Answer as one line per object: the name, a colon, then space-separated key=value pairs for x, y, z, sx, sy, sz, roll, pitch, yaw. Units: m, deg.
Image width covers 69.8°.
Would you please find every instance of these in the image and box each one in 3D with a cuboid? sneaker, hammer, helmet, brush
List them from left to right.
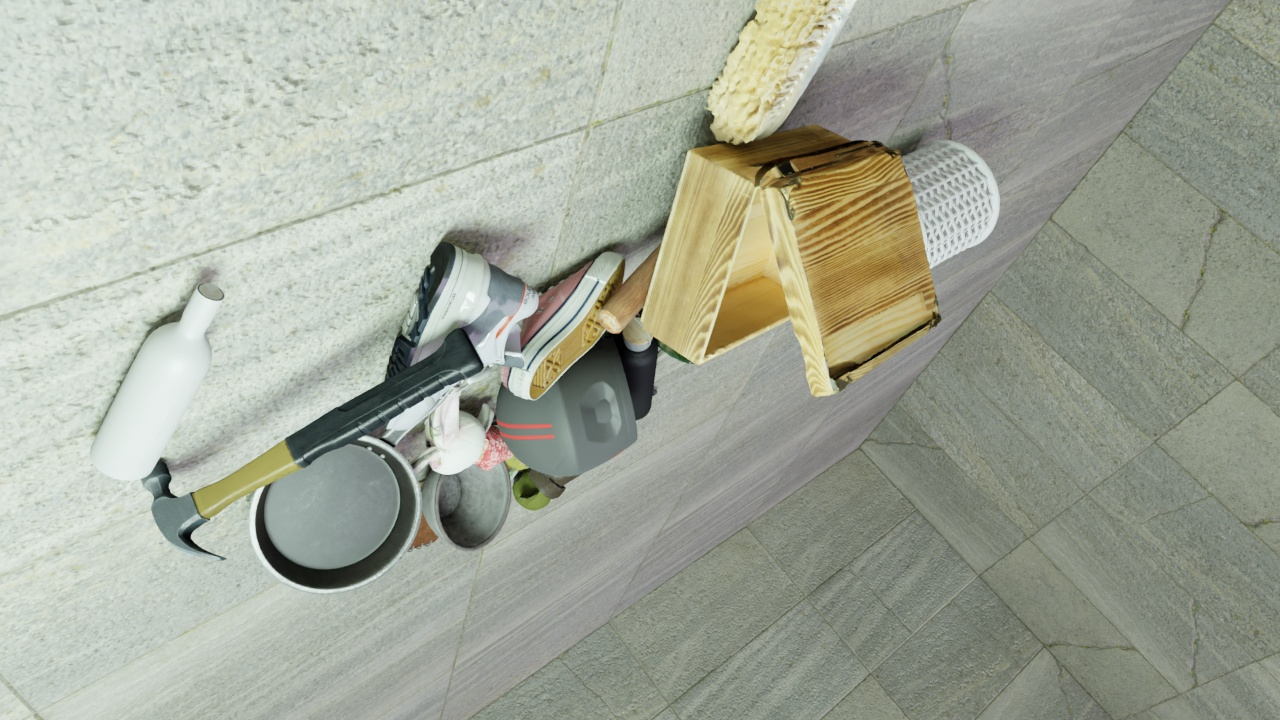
hammer: x=-0.301 y=0.073 z=0.861 sx=0.333 sy=0.118 sz=0.025 roll=-30 pitch=160 yaw=-5
sneaker: x=-0.183 y=-0.008 z=0.953 sx=0.124 sy=0.088 sz=0.240 roll=11 pitch=130 yaw=-25
sneaker: x=-0.101 y=-0.052 z=1.076 sx=0.240 sy=0.088 sz=0.118 roll=-52 pitch=158 yaw=-39
helmet: x=-0.099 y=0.061 z=1.173 sx=0.170 sy=0.164 sz=0.264 roll=-13 pitch=-171 yaw=-6
hammer: x=0.052 y=-0.142 z=1.121 sx=0.300 sy=0.037 sz=0.158 roll=-48 pitch=163 yaw=-21
brush: x=0.152 y=-0.338 z=0.929 sx=0.056 sy=0.083 sz=0.272 roll=-22 pitch=154 yaw=-42

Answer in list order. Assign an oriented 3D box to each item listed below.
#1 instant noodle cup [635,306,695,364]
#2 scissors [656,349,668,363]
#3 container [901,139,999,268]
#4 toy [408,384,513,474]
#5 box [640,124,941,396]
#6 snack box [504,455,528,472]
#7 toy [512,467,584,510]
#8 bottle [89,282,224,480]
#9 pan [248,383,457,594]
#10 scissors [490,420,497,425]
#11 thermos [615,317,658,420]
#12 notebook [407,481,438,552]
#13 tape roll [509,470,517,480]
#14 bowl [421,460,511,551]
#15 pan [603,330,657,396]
instant noodle cup: x=0.073 y=-0.082 z=1.266 sx=0.112 sy=0.137 sz=0.137 roll=-42 pitch=162 yaw=-27
scissors: x=0.076 y=-0.059 z=1.453 sx=0.179 sy=0.015 sz=0.194 roll=-54 pitch=153 yaw=6
container: x=0.449 y=-0.241 z=1.497 sx=0.186 sy=0.189 sz=0.190 roll=-28 pitch=156 yaw=-27
toy: x=-0.230 y=0.102 z=1.164 sx=0.159 sy=0.084 sz=0.194 roll=-58 pitch=158 yaw=11
box: x=0.206 y=-0.126 z=1.053 sx=0.278 sy=0.264 sz=0.270 roll=-23 pitch=137 yaw=-45
snack box: x=-0.126 y=0.115 z=1.347 sx=0.180 sy=0.045 sz=0.122 roll=-9 pitch=153 yaw=-35
toy: x=-0.140 y=0.176 z=1.477 sx=0.152 sy=0.078 sz=0.179 roll=-40 pitch=175 yaw=-2
bottle: x=-0.389 y=0.015 z=0.751 sx=0.196 sy=0.052 sz=0.052 roll=-50 pitch=158 yaw=24
pan: x=-0.293 y=0.103 z=1.043 sx=0.187 sy=0.055 sz=0.356 roll=39 pitch=81 yaw=-30
scissors: x=-0.169 y=0.083 z=1.331 sx=0.168 sy=0.012 sz=0.158 roll=-28 pitch=156 yaw=-31
thermos: x=-0.008 y=0.008 z=1.317 sx=0.061 sy=0.061 sz=0.232 roll=-33 pitch=156 yaw=-20
notebook: x=-0.349 y=0.232 z=1.308 sx=0.225 sy=0.024 sz=0.168 roll=-8 pitch=141 yaw=-55
tape roll: x=-0.230 y=0.181 z=1.418 sx=0.093 sy=0.018 sz=0.094 roll=-35 pitch=160 yaw=-15
bowl: x=-0.252 y=0.187 z=1.272 sx=0.067 sy=0.145 sz=0.144 roll=1 pitch=-179 yaw=35
pan: x=-0.032 y=0.038 z=1.455 sx=0.199 sy=0.021 sz=0.356 roll=-48 pitch=160 yaw=8
